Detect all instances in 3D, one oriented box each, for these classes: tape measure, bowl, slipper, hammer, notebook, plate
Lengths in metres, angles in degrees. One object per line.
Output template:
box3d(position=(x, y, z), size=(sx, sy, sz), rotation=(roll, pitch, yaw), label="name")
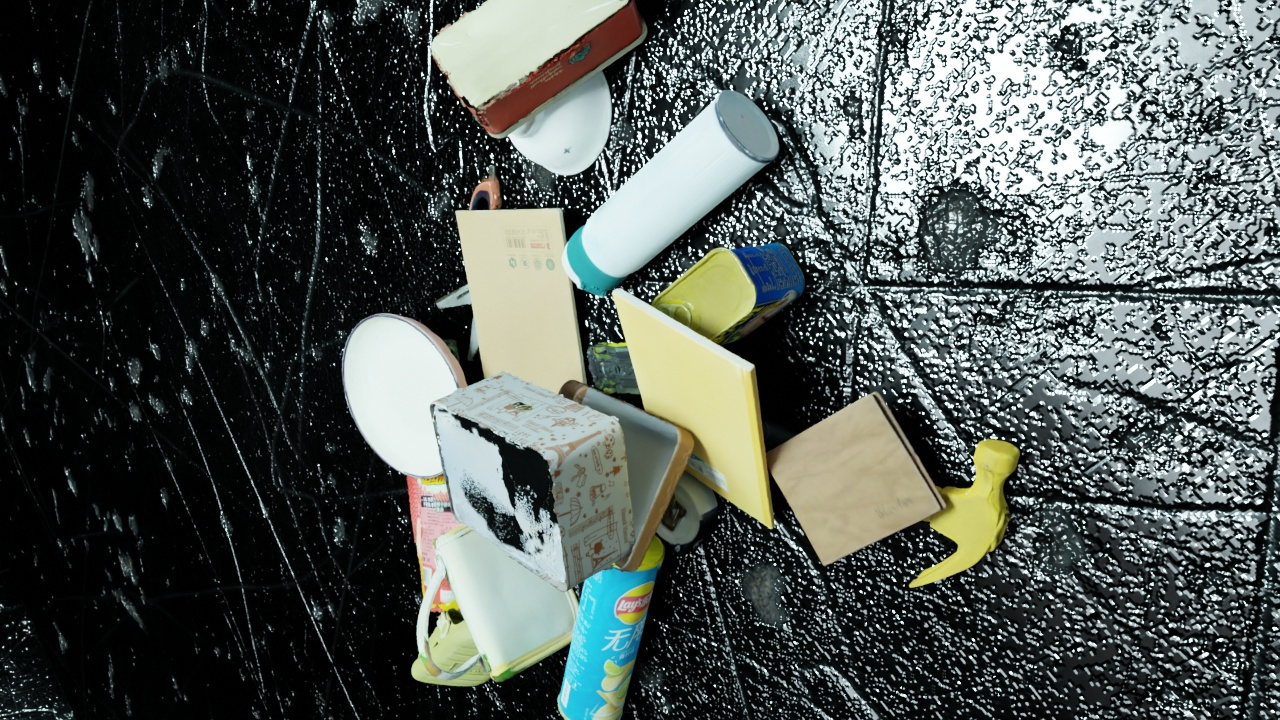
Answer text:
box3d(position=(0.037, 0.137, 0.852), size=(0.066, 0.033, 0.066), rotation=(40, 124, 25), label="tape measure")
box3d(position=(-0.092, -0.231, 0.849), size=(0.118, 0.064, 0.118), rotation=(11, 107, 39), label="bowl")
box3d(position=(-0.203, 0.329, 1.082), size=(0.191, 0.091, 0.081), rotation=(-46, 33, 45), label="slipper")
box3d(position=(0.147, 0.082, 0.747), size=(0.301, 0.032, 0.129), rotation=(21, 112, 35), label="hammer")
box3d(position=(0.047, 0.044, 0.757), size=(0.146, 0.010, 0.206), rotation=(32, 151, 36), label="notebook")
box3d(position=(-0.121, -0.051, 0.938), size=(0.148, 0.008, 0.208), rotation=(6, 112, 38), label="notebook")
box3d(position=(-0.255, 0.037, 1.027), size=(0.193, 0.038, 0.193), rotation=(13, 114, 31), label="plate")

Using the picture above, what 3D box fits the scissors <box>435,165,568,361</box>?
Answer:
box3d(position=(-0.151, -0.090, 0.968), size=(0.189, 0.015, 0.225), rotation=(25, 117, 33), label="scissors")

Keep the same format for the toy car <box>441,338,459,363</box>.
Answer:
box3d(position=(-0.244, -0.006, 1.054), size=(0.091, 0.036, 0.043), rotation=(12, 107, 34), label="toy car")

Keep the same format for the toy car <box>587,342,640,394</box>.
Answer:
box3d(position=(-0.005, 0.005, 0.853), size=(0.105, 0.032, 0.048), rotation=(0, 109, 43), label="toy car")

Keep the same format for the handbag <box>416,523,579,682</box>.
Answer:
box3d(position=(-0.164, 0.249, 0.955), size=(0.063, 0.178, 0.163), rotation=(-31, 82, 46), label="handbag")

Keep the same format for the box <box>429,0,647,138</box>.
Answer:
box3d(position=(-0.088, -0.276, 0.773), size=(0.168, 0.078, 0.091), rotation=(-34, 76, 4), label="box")

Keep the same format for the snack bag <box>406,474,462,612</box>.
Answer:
box3d(position=(-0.223, 0.184, 1.068), size=(0.129, 0.073, 0.208), rotation=(-6, 89, 34), label="snack bag")

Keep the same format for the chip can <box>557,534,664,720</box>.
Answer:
box3d(position=(-0.031, 0.268, 0.918), size=(0.071, 0.071, 0.211), rotation=(28, 118, 32), label="chip can")

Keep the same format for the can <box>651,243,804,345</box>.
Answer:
box3d(position=(0.072, -0.050, 0.743), size=(0.102, 0.083, 0.057), rotation=(-38, 75, 39), label="can")

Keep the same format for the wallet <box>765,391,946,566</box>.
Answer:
box3d(position=(0.160, 0.092, 0.705), size=(0.116, 0.020, 0.101), rotation=(-38, 77, 36), label="wallet")

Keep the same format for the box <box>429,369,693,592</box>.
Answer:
box3d(position=(-0.057, 0.092, 0.801), size=(0.182, 0.165, 0.150), rotation=(19, 125, 44), label="box")

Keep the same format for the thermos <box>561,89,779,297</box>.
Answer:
box3d(position=(0.015, -0.135, 0.784), size=(0.225, 0.073, 0.073), rotation=(-36, 77, 40), label="thermos")
